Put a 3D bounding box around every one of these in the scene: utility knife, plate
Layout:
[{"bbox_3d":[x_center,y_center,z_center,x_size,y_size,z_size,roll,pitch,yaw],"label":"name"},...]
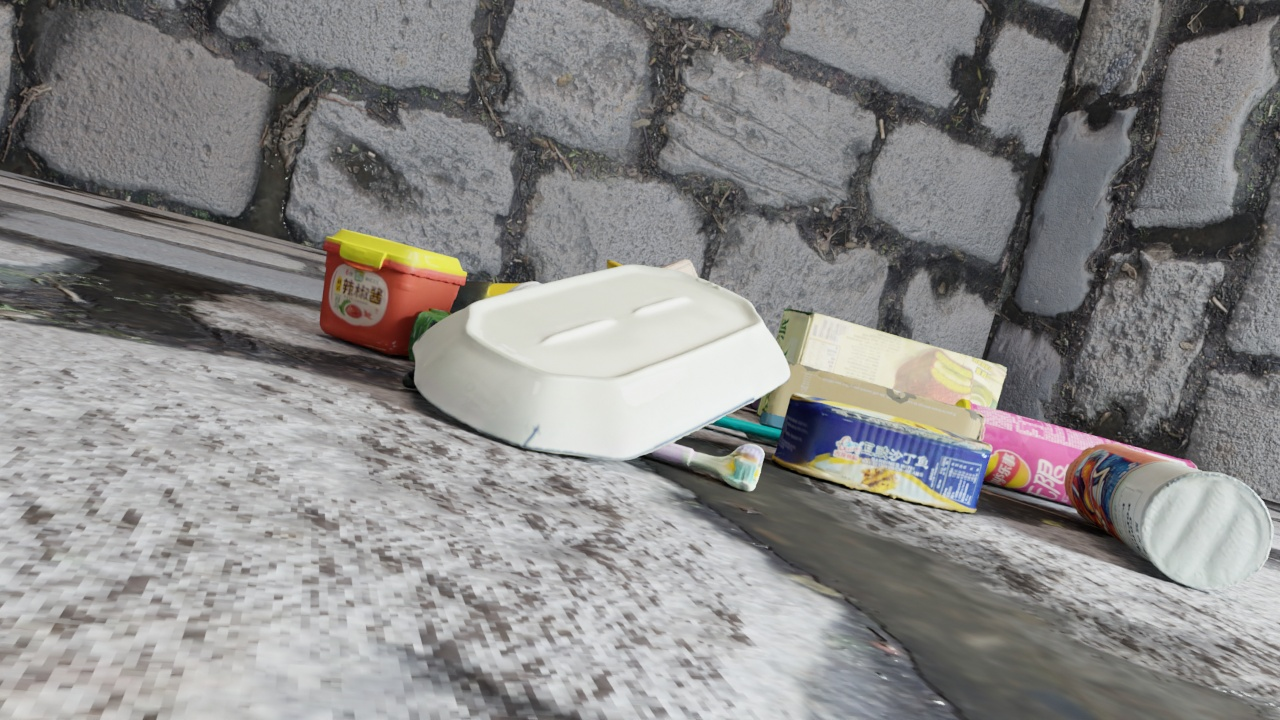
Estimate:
[{"bbox_3d":[0.097,0.057,0.715,0.216,0.013,0.029,13,-3,3],"label":"utility knife"},{"bbox_3d":[-0.012,-0.014,0.554,0.162,0.034,0.265,27,27,29],"label":"plate"}]

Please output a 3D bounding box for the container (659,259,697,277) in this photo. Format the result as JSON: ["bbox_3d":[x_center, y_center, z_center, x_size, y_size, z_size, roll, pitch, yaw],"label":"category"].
[{"bbox_3d":[0.008,-0.051,0.988,0.111,0.090,0.090,-16,8,44],"label":"container"}]

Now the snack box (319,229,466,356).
[{"bbox_3d":[-0.186,-0.048,0.682,0.091,0.080,0.082,16,5,24],"label":"snack box"}]

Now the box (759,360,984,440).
[{"bbox_3d":[0.183,0.050,0.760,0.184,0.061,0.089,13,-6,17],"label":"box"}]

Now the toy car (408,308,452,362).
[{"bbox_3d":[-0.125,-0.011,0.664,0.036,0.043,0.091,14,4,35],"label":"toy car"}]

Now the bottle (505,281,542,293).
[{"bbox_3d":[-0.037,-0.004,0.684,0.068,0.068,0.197,11,11,-42],"label":"bottle"}]

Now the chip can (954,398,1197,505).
[{"bbox_3d":[0.391,0.097,0.846,0.210,0.071,0.071,16,4,6],"label":"chip can"}]

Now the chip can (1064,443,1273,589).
[{"bbox_3d":[0.362,0.102,0.651,0.071,0.071,0.214,15,4,13],"label":"chip can"}]

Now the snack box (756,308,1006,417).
[{"bbox_3d":[0.242,0.031,0.916,0.240,0.114,0.063,13,3,-21],"label":"snack box"}]

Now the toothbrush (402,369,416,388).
[{"bbox_3d":[-0.068,-0.004,0.584,0.180,0.016,0.018,-14,41,-38],"label":"toothbrush"}]

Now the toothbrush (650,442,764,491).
[{"bbox_3d":[-0.025,0.037,0.516,0.190,0.029,0.020,14,-38,15],"label":"toothbrush"}]

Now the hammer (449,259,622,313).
[{"bbox_3d":[-0.135,-0.057,0.832,0.301,0.033,0.128,1,24,7],"label":"hammer"}]

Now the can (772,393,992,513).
[{"bbox_3d":[0.166,0.063,0.630,0.148,0.049,0.074,14,4,-9],"label":"can"}]

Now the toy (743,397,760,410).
[{"bbox_3d":[0.157,0.040,0.970,0.108,0.038,0.084,17,-27,-27],"label":"toy"}]
